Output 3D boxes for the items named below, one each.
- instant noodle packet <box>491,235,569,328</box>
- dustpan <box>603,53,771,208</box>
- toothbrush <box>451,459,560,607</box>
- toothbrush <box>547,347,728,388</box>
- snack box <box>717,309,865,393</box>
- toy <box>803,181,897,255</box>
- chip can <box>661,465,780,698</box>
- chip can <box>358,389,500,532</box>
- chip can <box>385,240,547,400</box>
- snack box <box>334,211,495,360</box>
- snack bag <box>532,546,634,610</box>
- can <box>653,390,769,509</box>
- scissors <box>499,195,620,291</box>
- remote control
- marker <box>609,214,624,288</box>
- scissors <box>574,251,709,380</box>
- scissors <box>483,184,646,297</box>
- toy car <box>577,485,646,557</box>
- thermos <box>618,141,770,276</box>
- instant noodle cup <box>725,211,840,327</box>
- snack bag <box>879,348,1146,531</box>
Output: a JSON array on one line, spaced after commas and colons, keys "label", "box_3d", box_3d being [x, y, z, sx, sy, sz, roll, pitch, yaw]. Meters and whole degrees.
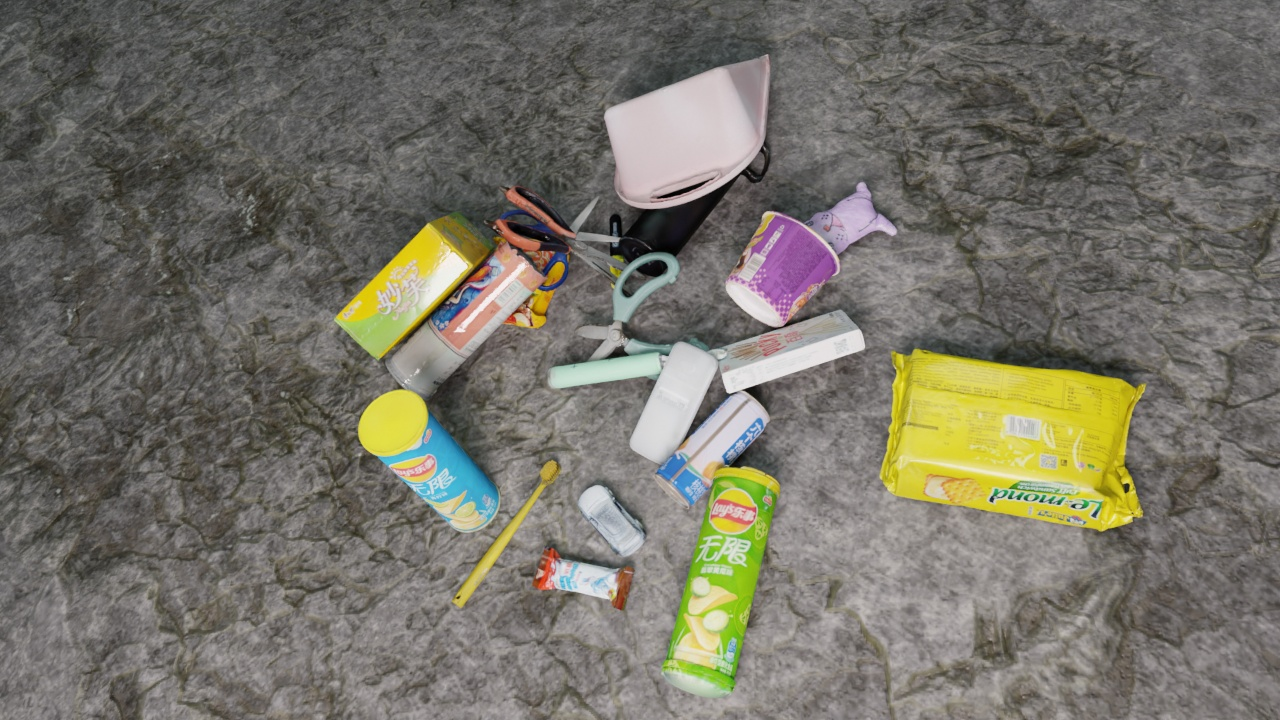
[{"label": "instant noodle packet", "box_3d": [-0.159, -0.106, 1.191, 0.111, 0.044, 0.128, 8, 62, 15]}, {"label": "dustpan", "box_3d": [0.064, -0.292, 1.199, 0.223, 0.139, 0.272, -15, 14, 24]}, {"label": "toothbrush", "box_3d": [-0.148, 0.190, 1.021, 0.016, 0.017, 0.189, 26, 69, 28]}, {"label": "toothbrush", "box_3d": [-0.006, 0.006, 1.065, 0.225, 0.026, 0.027, -9, 16, 23]}, {"label": "snack box", "box_3d": [0.164, -0.012, 1.026, 0.157, 0.027, 0.084, -18, 18, 4]}, {"label": "toy", "box_3d": [0.246, -0.161, 1.113, 0.108, 0.039, 0.084, -28, 65, -4]}, {"label": "chip can", "box_3d": [0.081, 0.217, 0.907, 0.073, 0.073, 0.220, 8, 62, 20]}, {"label": "chip can", "box_3d": [-0.216, 0.112, 0.971, 0.071, 0.210, 0.071, -7, 57, 11]}, {"label": "chip can", "box_3d": [-0.211, -0.050, 1.120, 0.215, 0.071, 0.071, -44, 57, 6]}, {"label": "snack box", "box_3d": [-0.264, -0.096, 1.102, 0.158, 0.210, 0.070, -44, 101, 8]}, {"label": "snack bag", "box_3d": [-0.060, 0.229, 0.967, 0.104, 0.026, 0.048, 10, 75, 22]}, {"label": "can", "box_3d": [0.078, 0.095, 0.994, 0.134, 0.053, 0.053, -45, 58, -13]}, {"label": "scissors", "box_3d": [-0.101, -0.156, 1.184, 0.173, 0.012, 0.162, 7, 59, 0]}, {"label": "remote control", "box_3d": [0.037, 0.048, 1.021, 0.056, 0.020, 0.136, 26, 95, 20]}, {"label": "marker", "box_3d": [-0.031, -0.144, 1.194, 0.018, 0.015, 0.124, -7, 56, 6]}, {"label": "scissors", "box_3d": [0.005, -0.055, 1.088, 0.170, 0.019, 0.181, 9, 92, 18]}, {"label": "scissors", "box_3d": [-0.096, -0.149, 1.133, 0.015, 0.226, 0.189, -56, 44, 31]}, {"label": "toy car", "box_3d": [-0.033, 0.171, 0.991, 0.043, 0.034, 0.090, -41, 56, -7]}, {"label": "thermos", "box_3d": [0.078, -0.209, 1.172, 0.090, 0.068, 0.242, 36, 69, 8]}, {"label": "instant noodle cup", "box_3d": [0.159, -0.100, 1.066, 0.111, 0.111, 0.099, 33, 82, 30]}, {"label": "snack bag", "box_3d": [0.367, 0.072, 0.919, 0.247, 0.068, 0.157, 8, 62, 19]}]
